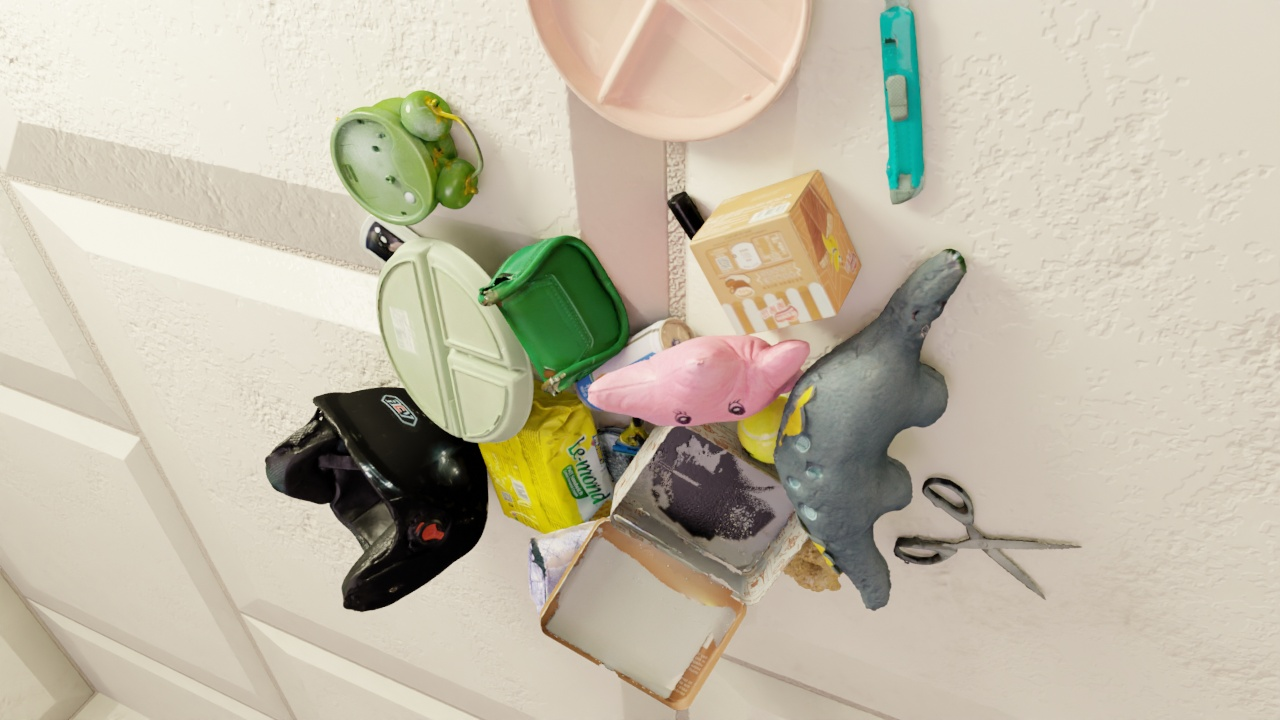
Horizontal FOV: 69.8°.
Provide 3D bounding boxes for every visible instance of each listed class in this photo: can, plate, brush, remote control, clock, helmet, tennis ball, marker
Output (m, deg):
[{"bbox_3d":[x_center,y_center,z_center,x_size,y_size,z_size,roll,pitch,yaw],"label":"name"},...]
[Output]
[{"bbox_3d":[-0.005,0.005,0.906,0.053,0.053,0.135,48,135,-13],"label":"can"},{"bbox_3d":[0.017,-0.271,0.671,0.230,0.028,0.230,18,135,18],"label":"plate"},{"bbox_3d":[-0.199,-0.014,0.948,0.230,0.027,0.231,22,126,33],"label":"plate"},{"bbox_3d":[0.115,0.163,0.985,0.254,0.045,0.083,34,140,6],"label":"brush"},{"bbox_3d":[-0.233,-0.099,0.977,0.150,0.021,0.058,36,137,-2],"label":"remote control"},{"bbox_3d":[-0.216,-0.192,0.862,0.161,0.056,0.116,1,128,31],"label":"clock"},{"bbox_3d":[-0.292,0.143,1.076,0.233,0.229,0.275,43,142,30],"label":"helmet"},{"bbox_3d":[0.125,0.065,0.869,0.065,0.065,0.066,17,134,18],"label":"tennis ball"},{"bbox_3d":[0.066,-0.090,0.804,0.022,0.020,0.132,-16,117,42],"label":"marker"}]

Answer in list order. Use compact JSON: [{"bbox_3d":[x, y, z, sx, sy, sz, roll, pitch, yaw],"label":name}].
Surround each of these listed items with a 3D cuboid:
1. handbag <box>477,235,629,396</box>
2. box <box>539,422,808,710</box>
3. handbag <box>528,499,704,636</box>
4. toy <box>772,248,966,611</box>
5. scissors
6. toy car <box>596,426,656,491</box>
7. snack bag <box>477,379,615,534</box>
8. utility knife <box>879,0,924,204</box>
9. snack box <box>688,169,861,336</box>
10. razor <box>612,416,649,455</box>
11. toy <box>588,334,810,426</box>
[{"bbox_3d":[-0.080,-0.043,0.860,0.068,0.119,0.131,-17,113,41],"label":"handbag"},{"bbox_3d":[0.036,0.195,0.916,0.178,0.088,0.262,31,102,-6],"label":"box"},{"bbox_3d":[-0.024,0.226,1.013,0.075,0.193,0.134,-128,32,-46],"label":"handbag"},{"bbox_3d":[0.188,0.066,0.790,0.138,0.091,0.357,9,117,4],"label":"toy"},{"bbox_3d":[0.325,0.179,0.883,0.177,0.014,0.160,41,137,-7],"label":"scissors"},{"bbox_3d":[-0.016,0.118,1.027,0.049,0.031,0.105,-6,125,37],"label":"toy car"},{"bbox_3d":[-0.112,0.122,1.042,0.158,0.068,0.247,18,136,35],"label":"snack bag"},{"bbox_3d":[0.182,-0.195,0.646,0.029,0.013,0.193,5,129,28],"label":"utility knife"},{"bbox_3d":[0.110,-0.085,0.740,0.093,0.076,0.094,-12,119,38],"label":"snack box"},{"bbox_3d":[-0.003,0.060,0.935,0.042,0.022,0.143,8,149,-1],"label":"razor"},{"bbox_3d":[0.050,0.018,0.792,0.195,0.074,0.178,-11,166,8],"label":"toy"}]
